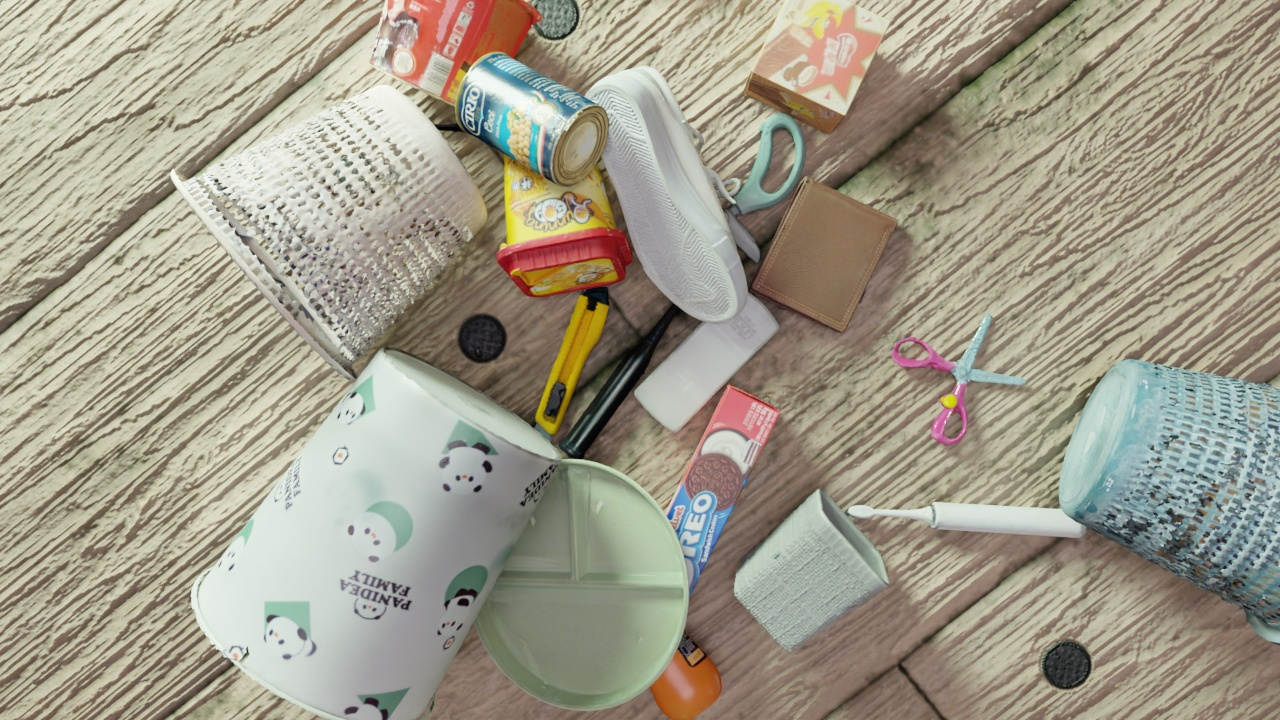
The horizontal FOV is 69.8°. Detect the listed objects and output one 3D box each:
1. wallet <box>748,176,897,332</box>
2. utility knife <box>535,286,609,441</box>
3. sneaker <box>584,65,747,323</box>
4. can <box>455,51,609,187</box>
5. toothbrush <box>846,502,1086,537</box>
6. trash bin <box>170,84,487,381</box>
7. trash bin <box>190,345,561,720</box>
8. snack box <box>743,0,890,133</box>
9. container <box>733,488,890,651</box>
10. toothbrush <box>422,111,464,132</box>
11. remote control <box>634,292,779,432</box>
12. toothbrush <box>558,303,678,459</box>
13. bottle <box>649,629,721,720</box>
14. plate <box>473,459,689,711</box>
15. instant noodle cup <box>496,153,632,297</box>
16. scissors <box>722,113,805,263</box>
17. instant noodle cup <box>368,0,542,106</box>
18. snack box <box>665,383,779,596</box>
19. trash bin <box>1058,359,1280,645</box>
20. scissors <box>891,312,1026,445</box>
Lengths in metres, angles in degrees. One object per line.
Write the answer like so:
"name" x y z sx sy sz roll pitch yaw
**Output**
"wallet" 0.173 -0.099 0.870 0.101 0.032 0.124 25 93 -2
"utility knife" -0.078 0.035 0.888 0.033 0.015 0.230 21 93 3
"sneaker" 0.036 -0.151 0.835 0.090 0.090 0.242 -13 112 40
"can" -0.090 -0.202 0.773 0.111 0.075 0.075 33 93 20
"toothbrush" 0.308 0.150 0.874 0.221 0.026 0.026 3 66 2
"trash bin" -0.252 -0.126 0.805 0.192 0.228 0.227 -40 90 -11
"trash bin" -0.212 0.140 0.793 0.229 0.229 0.252 33 91 1
"snack box" 0.159 -0.276 0.839 0.094 0.077 0.093 26 92 1
"container" 0.153 0.195 0.846 0.114 0.090 0.090 -42 90 13
"toothbrush" -0.146 -0.223 0.884 0.189 0.014 0.017 8 62 0
"remote control" 0.063 -0.001 0.879 0.150 0.021 0.058 -45 90 3
"toothbrush" -0.005 0.005 0.880 0.027 0.026 0.212 38 92 21
"bottle" 0.015 0.266 0.873 0.067 0.067 0.149 -35 83 2
"plate" -0.060 0.206 0.853 0.231 0.027 0.230 -1 87 24
"instant noodle cup" -0.073 -0.134 0.841 0.116 0.116 0.123 -10 79 4
"scissors" 0.069 -0.180 0.876 0.170 0.019 0.175 34 94 -1
"instant noodle cup" -0.175 -0.293 0.826 0.138 0.137 0.109 26 100 1
"snack box" 0.062 0.126 0.866 0.057 0.058 0.207 26 93 4
"trash bin" 0.485 0.098 0.788 0.195 0.226 0.226 21 92 14
"scissors" 0.300 0.012 0.876 0.136 0.017 0.133 25 88 2
